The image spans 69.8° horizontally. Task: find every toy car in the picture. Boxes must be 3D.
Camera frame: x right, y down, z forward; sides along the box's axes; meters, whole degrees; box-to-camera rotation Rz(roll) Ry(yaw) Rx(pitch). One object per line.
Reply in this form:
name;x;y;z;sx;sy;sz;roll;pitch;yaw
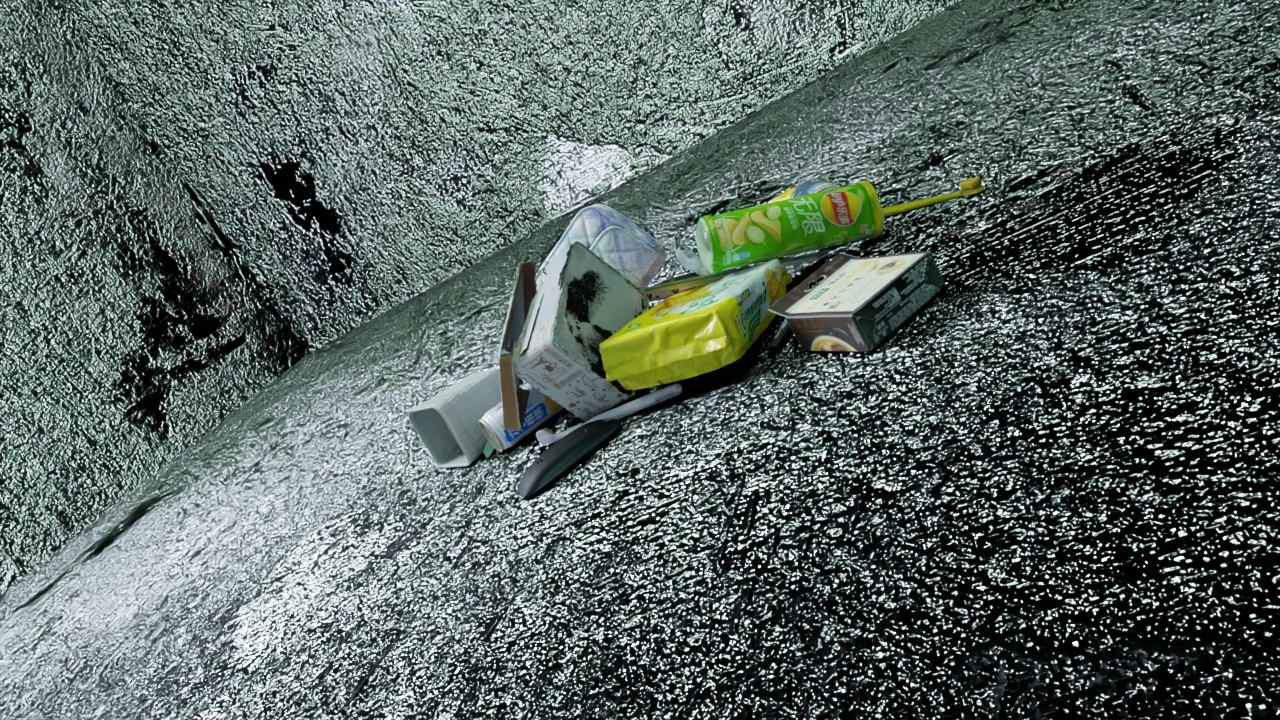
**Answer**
toy car;0.052;-0.107;1.351;0.056;0.037;0.123;-28;11;-30

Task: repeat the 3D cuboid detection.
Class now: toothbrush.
toothbrush;-0.035;0.060;1.033;0.190;0.029;0.021;-21;58;25
toothbrush;0.341;-0.198;1.146;0.015;0.016;0.190;-40;18;-32

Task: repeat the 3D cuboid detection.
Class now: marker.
marker;0.163;-0.044;1.002;0.018;0.015;0.123;-23;18;39

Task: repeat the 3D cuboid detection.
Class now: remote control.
remote control;-0.080;0.098;0.986;0.136;0.024;0.053;-37;18;-21

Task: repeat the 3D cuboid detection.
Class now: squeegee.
squeegee;0.093;-0.124;1.249;0.246;0.039;0.246;-13;16;-12

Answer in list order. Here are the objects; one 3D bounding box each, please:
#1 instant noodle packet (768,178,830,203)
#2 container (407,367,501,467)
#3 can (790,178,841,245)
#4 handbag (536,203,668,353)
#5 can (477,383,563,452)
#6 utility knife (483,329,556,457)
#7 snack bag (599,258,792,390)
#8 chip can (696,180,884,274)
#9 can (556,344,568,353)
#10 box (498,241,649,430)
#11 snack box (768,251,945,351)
instant noodle packet;0.229;-0.229;1.397;0.110;0.044;0.128;-41;14;-11
container;-0.227;0.072;1.217;0.090;0.090;0.114;-10;23;49
can;0.244;-0.197;1.213;0.075;0.075;0.111;-29;16;6
handbag;-0.068;-0.108;1.258;0.194;0.134;0.075;-55;-1;20
can;-0.137;0.057;1.161;0.134;0.053;0.053;-37;17;-21
utility knife;-0.155;0.038;1.204;0.029;0.013;0.207;5;58;38
snack bag;0.070;-0.040;1.040;0.158;0.068;0.245;-16;12;30
chip can;0.178;-0.161;1.113;0.221;0.072;0.072;-13;15;-5
can;-0.131;0.000;1.302;0.067;0.066;0.093;-26;16;14
box;-0.110;-0.016;1.099;0.179;0.153;0.182;-34;32;37
snack box;0.209;-0.060;0.895;0.113;0.053;0.126;-37;16;-21
